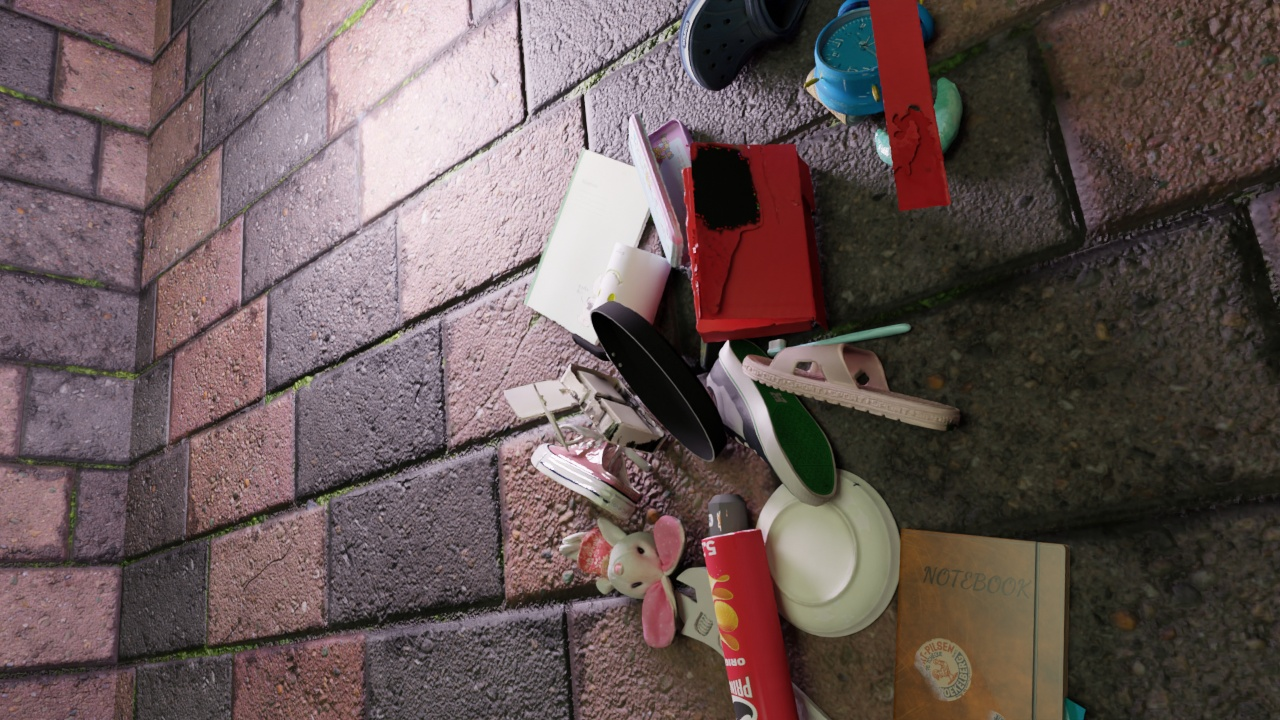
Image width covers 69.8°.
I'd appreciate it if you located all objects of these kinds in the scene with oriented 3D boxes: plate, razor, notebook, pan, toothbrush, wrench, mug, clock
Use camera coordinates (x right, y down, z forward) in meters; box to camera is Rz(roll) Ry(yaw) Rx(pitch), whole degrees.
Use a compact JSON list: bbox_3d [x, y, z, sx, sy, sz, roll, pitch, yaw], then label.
[{"bbox_3d":[0.191,0.206,0.995,0.183,0.034,0.182,-11,74,41],"label":"plate"},{"bbox_3d":[0.086,-0.061,1.127,0.067,0.054,0.151,6,92,-1],"label":"razor"},{"bbox_3d":[-0.074,-0.169,1.330,0.182,0.010,0.253,30,102,42],"label":"notebook"},{"bbox_3d":[-0.007,0.006,1.136,0.034,0.225,0.356,-39,28,-11],"label":"pan"},{"bbox_3d":[0.219,-0.025,1.029,0.181,0.016,0.016,-9,66,42],"label":"toothbrush"},{"bbox_3d":[0.132,0.335,1.036,0.273,0.018,0.087,37,106,39],"label":"wrench"},{"bbox_3d":[0.325,0.293,0.867,0.179,0.014,0.249,-2,80,42],"label":"notebook"},{"bbox_3d":[-0.012,-0.093,1.209,0.083,0.082,0.106,24,97,43],"label":"mug"},{"bbox_3d":[0.255,-0.346,1.012,0.117,0.060,0.161,20,72,31],"label":"clock"}]

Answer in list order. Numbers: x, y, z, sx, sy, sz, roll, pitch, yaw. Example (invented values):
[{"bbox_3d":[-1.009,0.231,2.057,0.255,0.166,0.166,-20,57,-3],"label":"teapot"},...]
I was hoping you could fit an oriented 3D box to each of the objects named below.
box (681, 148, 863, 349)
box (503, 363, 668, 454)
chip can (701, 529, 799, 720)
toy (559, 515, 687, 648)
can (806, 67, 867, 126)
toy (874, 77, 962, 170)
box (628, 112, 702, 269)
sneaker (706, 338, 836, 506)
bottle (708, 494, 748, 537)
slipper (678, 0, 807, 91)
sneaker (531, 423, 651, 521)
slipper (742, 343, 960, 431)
[{"bbox_3d":[0.174,-0.109,1.157,0.153,0.325,0.213,-12,73,25],"label":"box"},{"bbox_3d":[-0.078,0.066,1.159,0.069,0.191,0.143,-57,43,14],"label":"box"},{"bbox_3d":[0.119,0.296,0.987,0.069,0.069,0.220,-21,74,38],"label":"chip can"},{"bbox_3d":[-0.018,0.251,1.146,0.194,0.084,0.159,14,98,42],"label":"toy"},{"bbox_3d":[0.228,-0.308,1.061,0.038,0.038,0.079,-52,52,22],"label":"can"},{"bbox_3d":[0.303,-0.246,0.986,0.105,0.033,0.085,-39,47,32],"label":"toy"},{"bbox_3d":[0.038,-0.221,1.194,0.077,0.096,0.214,-46,52,46],"label":"box"},{"bbox_3d":[0.141,0.081,1.034,0.079,0.084,0.235,-56,41,30],"label":"sneaker"},{"bbox_3d":[0.103,0.212,1.066,0.047,0.047,0.112,-14,72,40],"label":"bottle"},{"bbox_3d":[0.145,-0.439,1.118,0.253,0.105,0.095,-49,45,21],"label":"slipper"},{"bbox_3d":[-0.064,0.133,1.192,0.087,0.118,0.241,-59,29,-9],"label":"sneaker"},{"bbox_3d":[0.222,0.016,0.966,0.240,0.094,0.064,17,97,37],"label":"slipper"}]
